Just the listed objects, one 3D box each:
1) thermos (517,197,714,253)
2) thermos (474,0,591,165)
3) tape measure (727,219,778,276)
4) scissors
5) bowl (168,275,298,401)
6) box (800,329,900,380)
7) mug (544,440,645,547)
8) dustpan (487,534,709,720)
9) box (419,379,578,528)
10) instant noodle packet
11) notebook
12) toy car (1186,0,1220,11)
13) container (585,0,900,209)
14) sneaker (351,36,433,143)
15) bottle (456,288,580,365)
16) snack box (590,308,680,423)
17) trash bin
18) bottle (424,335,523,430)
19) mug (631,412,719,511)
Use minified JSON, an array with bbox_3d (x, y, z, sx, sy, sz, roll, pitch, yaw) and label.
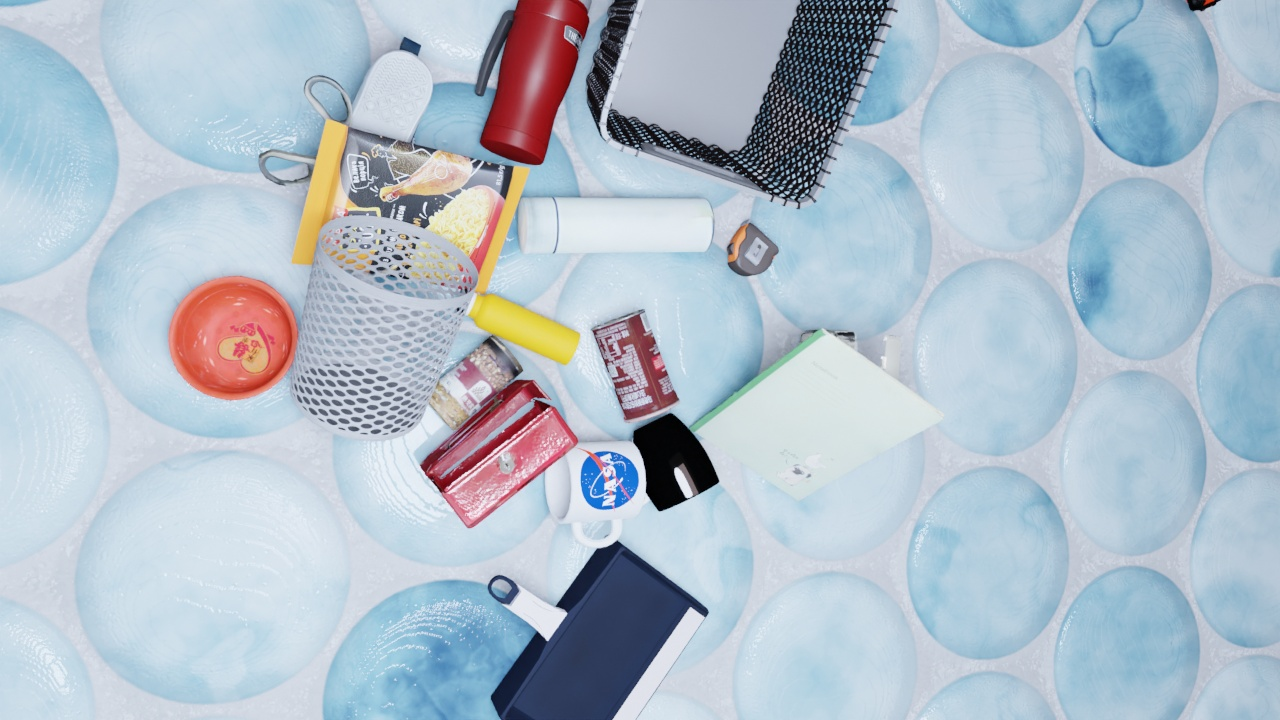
[{"bbox_3d":[-0.029,-0.160,1.089,0.230,0.068,0.068,-2,91,-16],"label":"thermos"},{"bbox_3d":[-0.131,-0.335,1.055,0.108,0.084,0.198,15,87,17],"label":"thermos"},{"bbox_3d":[0.139,-0.136,1.154,0.058,0.038,0.058,40,79,-13],"label":"tape measure"},{"bbox_3d":[-0.311,-0.215,0.947,0.171,0.012,0.158,-11,123,-14],"label":"scissors"},{"bbox_3d":[-0.425,-0.022,0.973,0.130,0.045,0.130,0,86,-6],"label":"bowl"},{"bbox_3d":[0.284,0.033,1.121,0.105,0.187,0.143,-2,94,-18],"label":"box"},{"bbox_3d":[-0.053,0.155,1.060,0.090,0.091,0.121,0,82,-25],"label":"mug"},{"bbox_3d":[-0.071,0.325,1.069,0.273,0.080,0.236,39,80,-13],"label":"dustpan"},{"bbox_3d":[-0.161,0.099,1.020,0.157,0.129,0.087,-42,105,-11],"label":"box"},{"bbox_3d":[-0.243,-0.156,0.983,0.220,0.032,0.160,7,120,-33],"label":"instant noodle packet"},{"bbox_3d":[0.199,0.073,1.083,0.182,0.253,0.010,34,47,-14],"label":"notebook"},{"bbox_3d":[0.815,-0.564,1.353,0.051,0.049,0.100,-26,98,-16],"label":"toy car"},{"bbox_3d":[0.085,-0.337,0.995,0.247,0.243,0.246,15,108,-17],"label":"container"},{"bbox_3d":[-0.291,-0.235,1.003,0.089,0.087,0.236,21,106,-24],"label":"sneaker"},{"bbox_3d":[-0.143,-0.041,1.066,0.143,0.043,0.043,24,83,-16],"label":"bottle"},{"bbox_3d":[-0.006,0.006,1.094,0.072,0.072,0.121,-22,96,-16],"label":"snack box"},{"bbox_3d":[-0.268,-0.029,0.939,0.156,0.156,0.184,16,119,-16],"label":"trash bin"},{"bbox_3d":[-0.191,0.025,1.045,0.105,0.056,0.056,-42,101,-13],"label":"bottle"},{"bbox_3d":[0.022,0.126,1.106,0.119,0.084,0.100,-28,85,15],"label":"mug"}]
